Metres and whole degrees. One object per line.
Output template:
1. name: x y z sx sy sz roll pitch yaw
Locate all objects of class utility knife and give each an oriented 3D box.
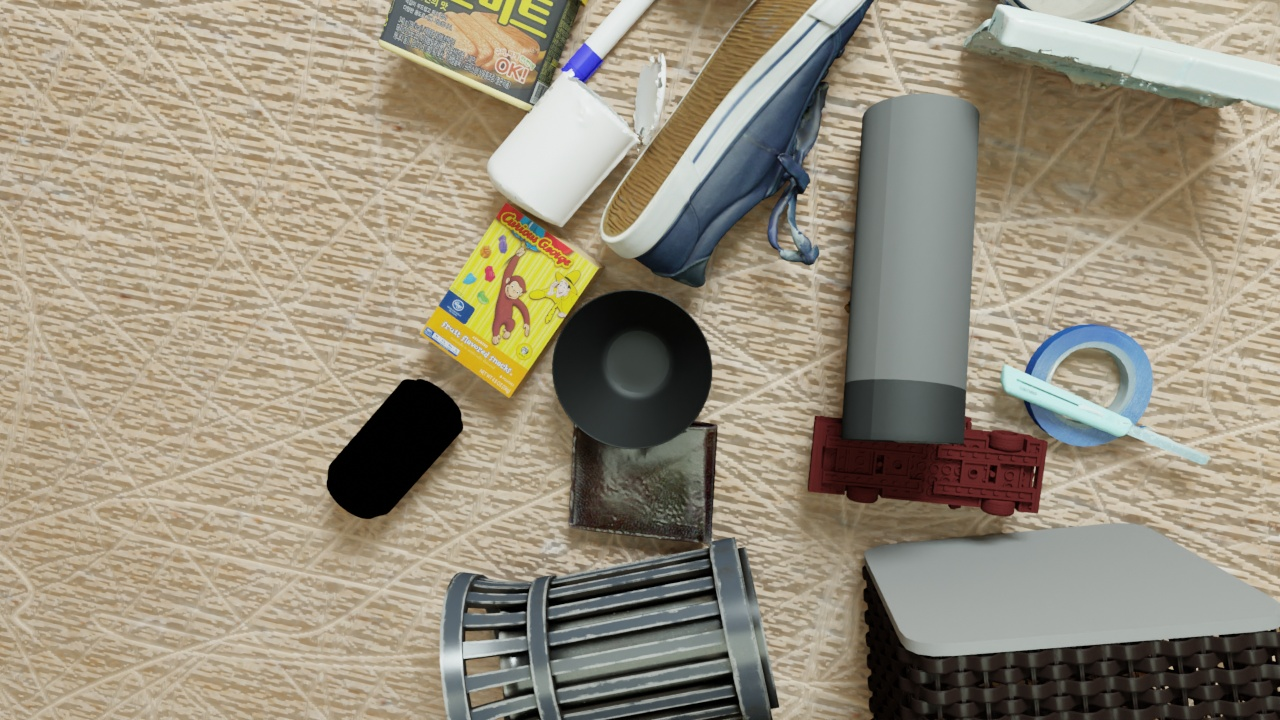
1. utility knife: 0.352 0.045 0.699 0.168 0.015 0.022 23 68 2

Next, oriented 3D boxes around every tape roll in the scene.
1. tape roll: 0.346 0.019 0.712 0.091 0.016 0.093 -11 96 8

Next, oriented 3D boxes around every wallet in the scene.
1. wallet: 0.002 0.095 0.756 0.120 0.031 0.099 4 95 8

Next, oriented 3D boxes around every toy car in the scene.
1. toy car: 0.217 0.078 0.712 0.170 0.061 0.070 5 98 5

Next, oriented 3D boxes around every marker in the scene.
1. marker: -0.007 -0.272 0.710 0.020 0.020 0.142 44 100 -1

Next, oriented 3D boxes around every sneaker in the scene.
1. sneaker: 0.105 -0.174 0.684 0.127 0.120 0.295 31 102 -28

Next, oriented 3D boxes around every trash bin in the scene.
1. trash bin: -0.018 0.226 0.711 0.227 0.164 0.164 -12 96 4

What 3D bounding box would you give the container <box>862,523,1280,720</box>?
1. container: 0.291 0.268 0.641 0.247 0.245 0.243 -7 93 7

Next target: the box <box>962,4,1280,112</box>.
1. box: 0.331 -0.204 0.623 0.197 0.135 0.043 15 109 4

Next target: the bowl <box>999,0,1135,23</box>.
1. bowl: 0.302 -0.292 0.653 0.115 0.059 0.115 1 98 6

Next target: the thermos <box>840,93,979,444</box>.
1. thermos: 0.192 -0.059 0.653 0.082 0.082 0.240 5 82 5

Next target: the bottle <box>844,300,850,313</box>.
1. bottle: 0.204 -0.070 0.712 0.106 0.025 0.025 -36 93 9

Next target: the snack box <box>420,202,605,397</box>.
1. snack box: -0.102 -0.049 0.739 0.088 0.040 0.126 36 100 0

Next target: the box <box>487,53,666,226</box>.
1. box: -0.038 -0.175 0.696 0.092 0.081 0.161 38 105 -15

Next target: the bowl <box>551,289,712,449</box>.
1. bowl: -0.004 0.004 0.730 0.124 0.052 0.124 1 98 6

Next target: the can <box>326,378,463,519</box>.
1. can: -0.202 0.073 0.755 0.063 0.063 0.114 43 100 -1

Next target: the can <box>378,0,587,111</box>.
1. can: -0.120 -0.261 0.698 0.131 0.072 0.101 24 102 2
